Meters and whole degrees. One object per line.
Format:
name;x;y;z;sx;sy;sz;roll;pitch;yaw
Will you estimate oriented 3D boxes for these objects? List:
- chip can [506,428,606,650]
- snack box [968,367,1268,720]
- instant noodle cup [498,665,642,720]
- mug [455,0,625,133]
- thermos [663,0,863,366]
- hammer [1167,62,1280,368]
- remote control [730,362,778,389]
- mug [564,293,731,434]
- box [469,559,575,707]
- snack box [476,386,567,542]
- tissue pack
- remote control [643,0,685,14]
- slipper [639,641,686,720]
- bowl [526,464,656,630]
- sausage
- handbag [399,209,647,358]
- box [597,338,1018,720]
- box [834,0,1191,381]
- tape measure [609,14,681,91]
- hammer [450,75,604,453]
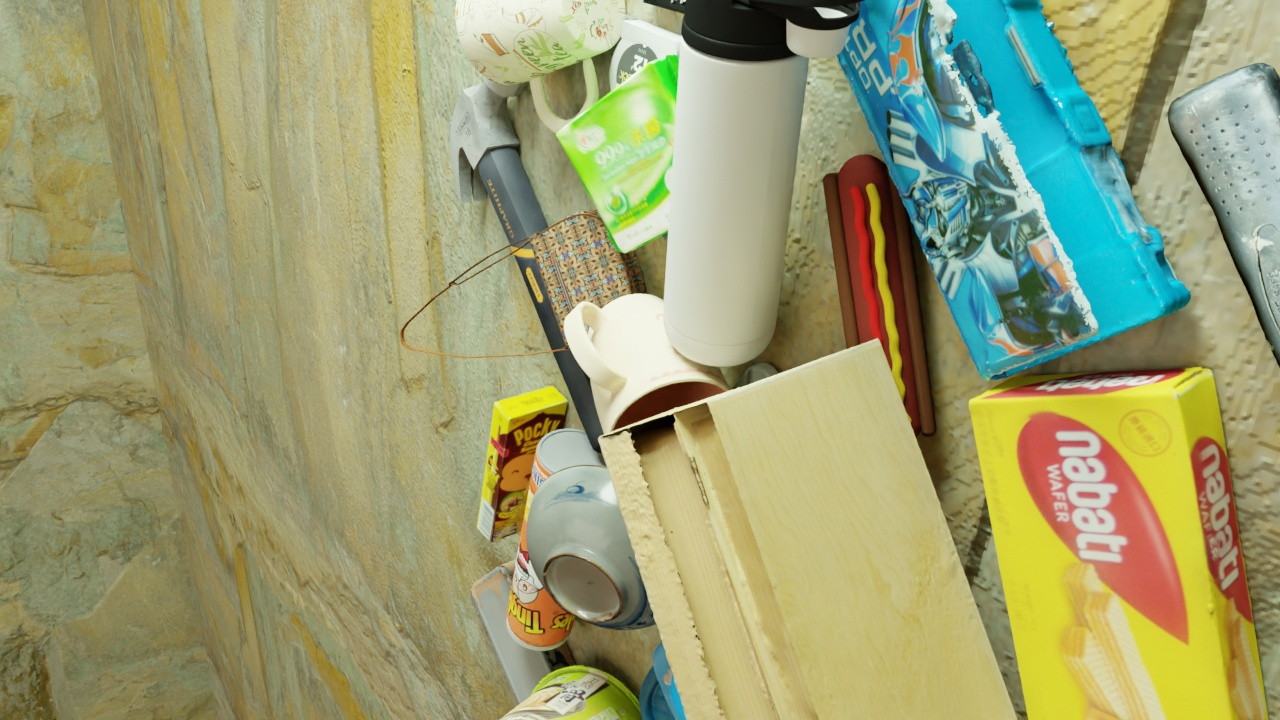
chip can;-0.073;0.159;0.790;0.062;0.062;0.211;42;133;35
snack box;0.216;0.106;0.412;0.092;0.042;0.200;-5;99;52
instant noodle cup;-0.065;0.347;0.786;0.146;0.097;0.146;2;94;33
mug;-0.061;-0.215;0.630;0.097;0.080;0.122;9;116;43
thermos;0.060;-0.094;0.483;0.101;0.068;0.230;41;144;37
hammer;0.264;0.051;0.337;0.141;0.036;0.326;-25;83;52
remote control;0.097;0.065;0.567;0.133;0.022;0.050;58;140;21
mug;-0.004;0.003;0.594;0.085;0.111;0.104;-44;39;19
box;-0.111;0.317;0.922;0.216;0.063;0.157;63;153;14
snack box;-0.106;0.093;0.809;0.025;0.061;0.149;42;133;35
tissue pack;0.005;-0.126;0.584;0.114;0.034;0.099;-22;100;45
remote control;0.045;-0.219;0.538;0.125;0.010;0.039;28;124;44
slipper;0.042;0.241;0.677;0.103;0.059;0.214;57;142;25
bowl;-0.031;0.154;0.689;0.151;0.056;0.151;13;123;21
sausage;0.125;-0.029;0.481;0.040;0.040;0.155;1;104;52
handbag;-0.091;-0.041;0.684;0.196;0.043;0.093;-18;94;18
box;0.081;0.132;0.451;0.149;0.140;0.248;-21;87;31
box;0.137;-0.114;0.411;0.091;0.066;0.243;-33;77;53
tape measure;0.005;-0.185;0.597;0.064;0.016;0.065;37;130;39
hammer;-0.076;-0.076;0.731;0.140;0.035;0.312;-37;74;54
